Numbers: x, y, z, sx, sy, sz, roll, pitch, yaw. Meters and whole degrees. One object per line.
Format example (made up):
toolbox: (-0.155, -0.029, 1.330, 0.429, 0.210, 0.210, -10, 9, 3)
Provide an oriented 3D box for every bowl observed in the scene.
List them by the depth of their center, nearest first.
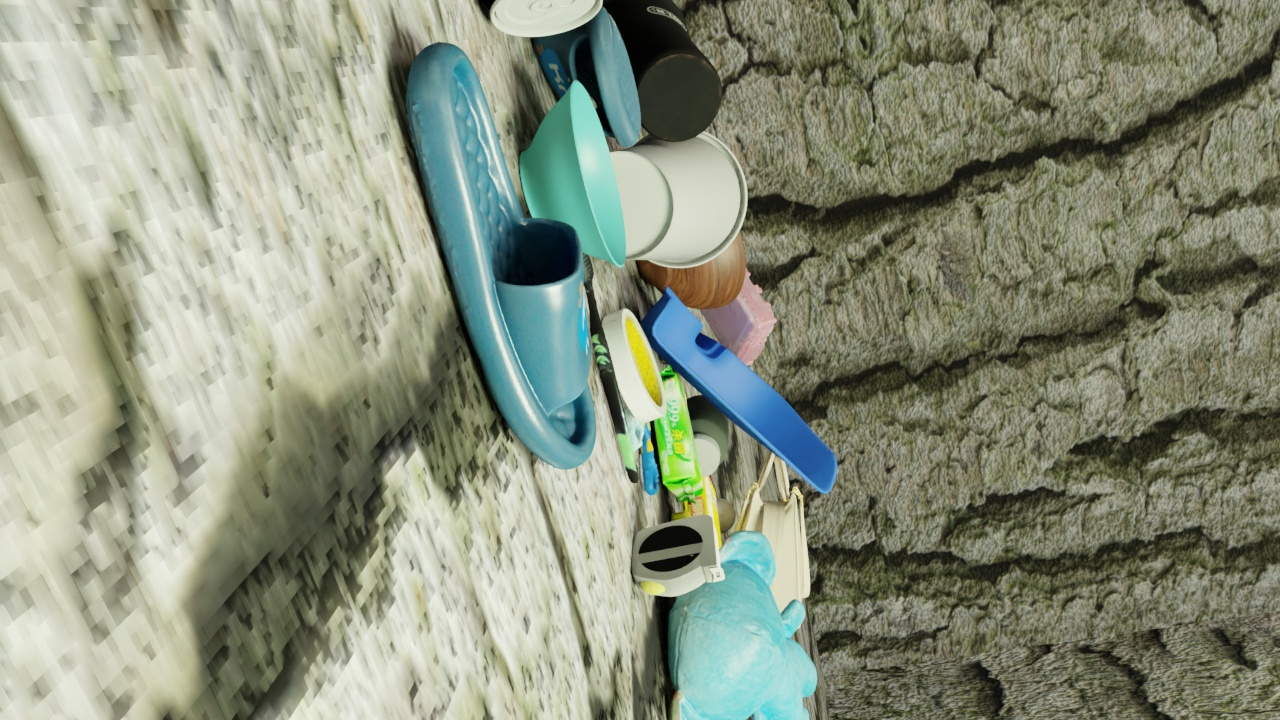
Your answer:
bowl: (-0.048, -0.116, 0.598, 0.121, 0.046, 0.121, -11, 89, -80)
bowl: (0.036, -0.114, 0.960, 0.147, 0.068, 0.147, 41, -35, 37)

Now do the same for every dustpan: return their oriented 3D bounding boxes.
dustpan: (0.068, 0.003, 0.930, 0.245, 0.059, 0.258, 42, -3, -23)

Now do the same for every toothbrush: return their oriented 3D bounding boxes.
toothbrush: (-0.027, 0.004, 0.678, 0.017, 0.014, 0.188, -36, 114, -65)

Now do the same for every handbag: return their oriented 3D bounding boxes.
handbag: (0.146, 0.197, 1.050, 0.195, 0.101, 0.197, 67, 30, -77)

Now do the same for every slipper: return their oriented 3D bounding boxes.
slipper: (-0.055, -0.049, 0.448, 0.103, 0.059, 0.214, -85, 159, -66)
slipper: (-0.045, -0.225, 0.710, 0.213, 0.059, 0.104, -115, -177, -56)

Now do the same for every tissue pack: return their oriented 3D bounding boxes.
tissue pack: (0.033, 0.072, 0.849, 0.099, 0.034, 0.114, 66, 13, -71)

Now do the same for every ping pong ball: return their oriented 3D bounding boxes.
ping pong ball: (0.089, 0.178, 1.051, 0.040, 0.040, 0.040, -11, 89, -80)

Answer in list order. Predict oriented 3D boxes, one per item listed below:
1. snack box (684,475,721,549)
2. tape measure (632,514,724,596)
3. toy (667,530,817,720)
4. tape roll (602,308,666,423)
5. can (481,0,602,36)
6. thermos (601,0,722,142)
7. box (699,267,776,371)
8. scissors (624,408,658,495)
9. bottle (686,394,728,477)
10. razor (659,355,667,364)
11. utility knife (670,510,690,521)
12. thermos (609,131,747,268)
snack box: (0.067, 0.187, 0.963, 0.075, 0.025, 0.152, 66, 16, -50)
tape measure: (0.027, 0.142, 0.666, 0.064, 0.065, 0.017, -89, 164, -60)
toy: (0.081, 0.241, 0.750, 0.180, 0.115, 0.183, 47, 50, -37)
tape roll: (-0.004, 0.004, 0.749, 0.094, 0.019, 0.094, -20, 90, -78)
can: (-0.071, -0.285, 0.566, 0.080, 0.080, 0.146, 8, 70, -80)
thermos: (0.010, -0.262, 0.814, 0.218, 0.106, 0.106, -110, -179, -57)
box: (0.073, -0.088, 1.069, 0.232, 0.050, 0.180, 60, -15, 24)
scissors: (-0.002, 0.048, 0.782, 0.097, 0.020, 0.132, 71, 11, -46)
bottle: (0.062, 0.080, 0.956, 0.108, 0.060, 0.060, -73, 150, -70)
razor: (0.037, -0.018, 1.056, 0.140, 0.018, 0.044, -65, 143, -74)
utility knife: (0.050, 0.229, 0.832, 0.029, 0.020, 0.186, 51, 27, -66)
thermos: (0.015, -0.138, 0.794, 0.221, 0.132, 0.131, -37, 115, -71)
